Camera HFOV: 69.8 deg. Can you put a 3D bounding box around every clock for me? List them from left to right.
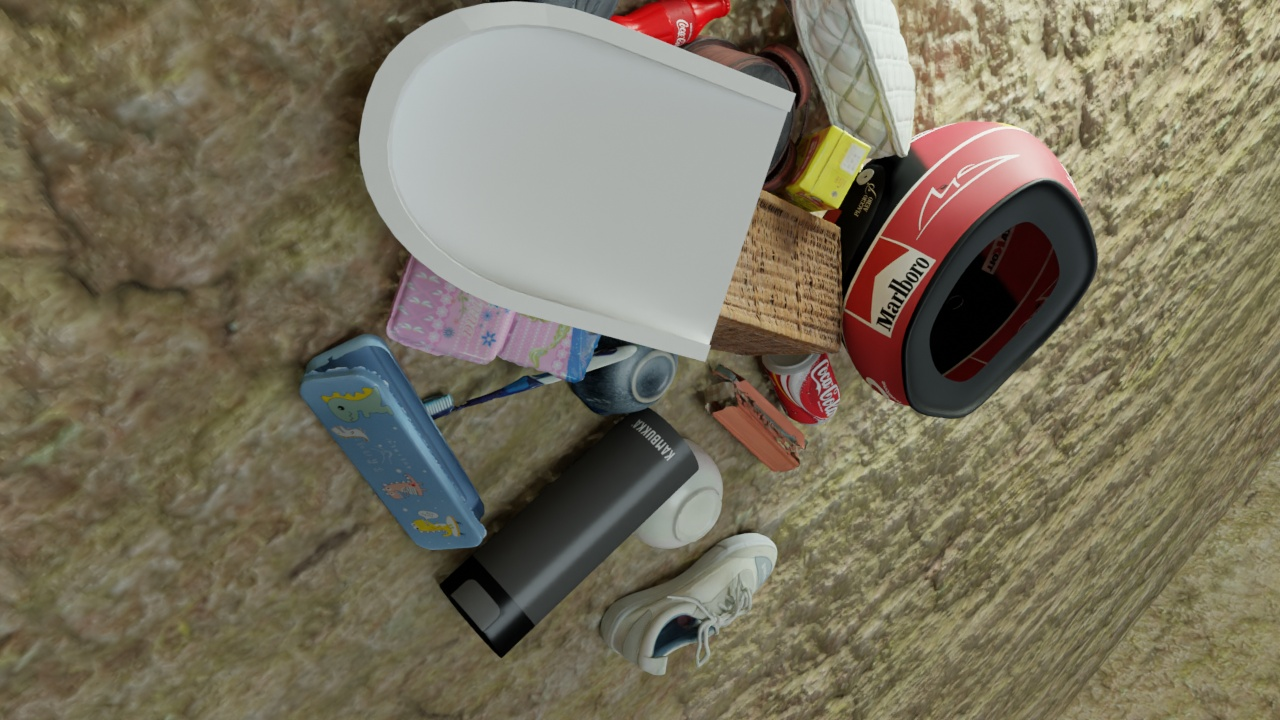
[{"bbox_3d":[0.077,-0.198,0.747,0.157,0.072,0.121,-10,120,-38],"label":"clock"}]

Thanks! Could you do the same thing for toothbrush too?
[{"bbox_3d":[-0.088,0.014,0.732,0.188,0.016,0.017,-18,115,-17],"label":"toothbrush"}]

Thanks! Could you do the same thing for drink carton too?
[{"bbox_3d":[0.150,-0.161,0.793,0.043,0.134,0.058,28,94,-8],"label":"drink carton"}]

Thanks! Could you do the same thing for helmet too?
[{"bbox_3d":[0.270,-0.097,0.858,0.271,0.224,0.197,-48,122,-1],"label":"helmet"}]

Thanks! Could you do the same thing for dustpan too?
[{"bbox_3d":[-0.045,-0.121,0.591,0.257,0.053,0.191,16,100,-10],"label":"dustpan"}]

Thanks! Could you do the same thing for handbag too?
[{"bbox_3d":[0.180,-0.272,0.783,0.195,0.073,0.138,53,43,-45],"label":"handbag"}]

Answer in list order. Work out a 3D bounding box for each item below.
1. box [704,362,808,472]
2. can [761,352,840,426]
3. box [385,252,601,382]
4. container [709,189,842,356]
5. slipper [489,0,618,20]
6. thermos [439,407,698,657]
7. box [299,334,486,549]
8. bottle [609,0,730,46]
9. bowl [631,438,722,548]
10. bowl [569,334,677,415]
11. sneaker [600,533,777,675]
[{"bbox_3d":[0.127,0.056,0.961,0.188,0.056,0.063,43,46,-49],"label":"box"},{"bbox_3d":[0.170,0.019,0.964,0.064,0.064,0.105,-45,136,-14],"label":"can"},{"bbox_3d":[-0.070,-0.100,0.657,0.159,0.035,0.230,18,102,-23],"label":"box"},{"bbox_3d":[0.072,-0.069,0.762,0.198,0.113,0.113,12,76,-45],"label":"container"},{"bbox_3d":[-0.086,-0.291,0.539,0.268,0.083,0.110,28,91,-46],"label":"slipper"},{"bbox_3d":[-0.061,0.148,0.815,0.240,0.082,0.082,-41,135,-17],"label":"thermos"},{"bbox_3d":[-0.177,0.077,0.681,0.068,0.059,0.210,-26,131,-7],"label":"box"},{"bbox_3d":[0.020,-0.252,0.689,0.118,0.036,0.036,-29,130,-27],"label":"bottle"},{"bbox_3d":[0.039,0.140,0.916,0.113,0.063,0.114,-21,127,-32],"label":"bowl"},{"bbox_3d":[-0.005,0.005,0.804,0.110,0.055,0.110,-22,126,-33],"label":"bowl"},{"bbox_3d":[0.077,0.271,1.007,0.241,0.091,0.090,-19,124,-35],"label":"sneaker"}]
